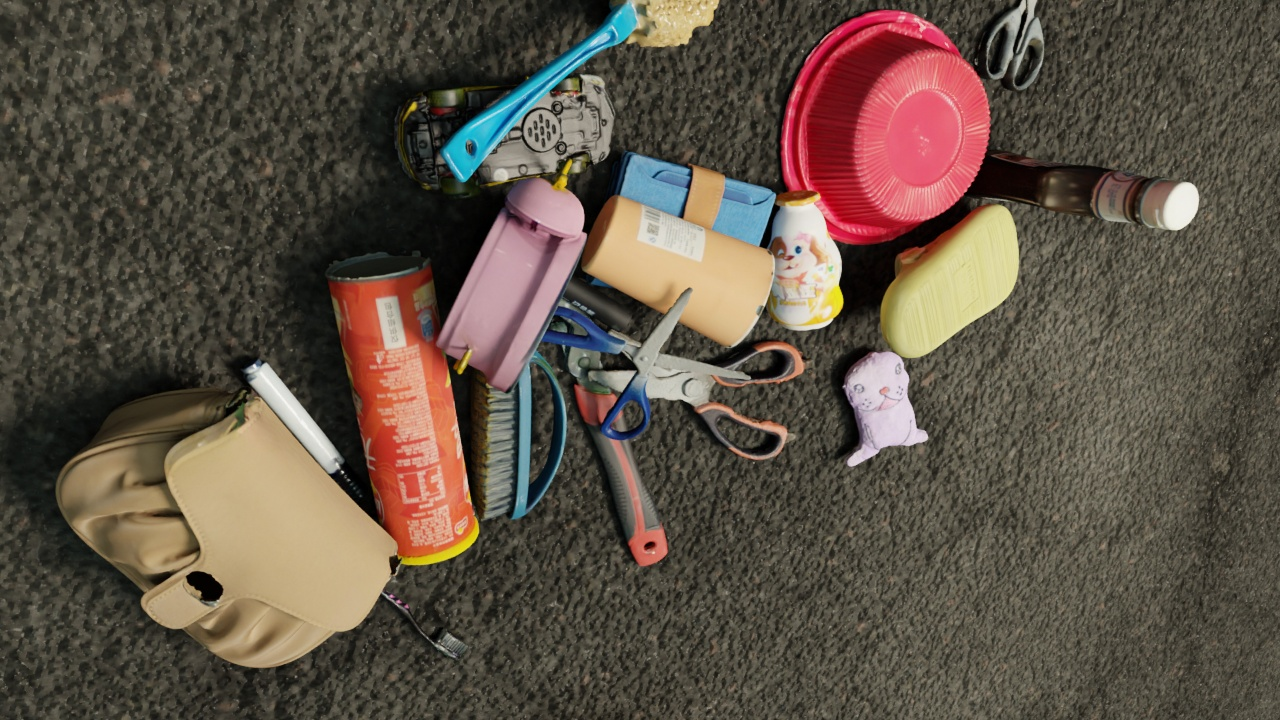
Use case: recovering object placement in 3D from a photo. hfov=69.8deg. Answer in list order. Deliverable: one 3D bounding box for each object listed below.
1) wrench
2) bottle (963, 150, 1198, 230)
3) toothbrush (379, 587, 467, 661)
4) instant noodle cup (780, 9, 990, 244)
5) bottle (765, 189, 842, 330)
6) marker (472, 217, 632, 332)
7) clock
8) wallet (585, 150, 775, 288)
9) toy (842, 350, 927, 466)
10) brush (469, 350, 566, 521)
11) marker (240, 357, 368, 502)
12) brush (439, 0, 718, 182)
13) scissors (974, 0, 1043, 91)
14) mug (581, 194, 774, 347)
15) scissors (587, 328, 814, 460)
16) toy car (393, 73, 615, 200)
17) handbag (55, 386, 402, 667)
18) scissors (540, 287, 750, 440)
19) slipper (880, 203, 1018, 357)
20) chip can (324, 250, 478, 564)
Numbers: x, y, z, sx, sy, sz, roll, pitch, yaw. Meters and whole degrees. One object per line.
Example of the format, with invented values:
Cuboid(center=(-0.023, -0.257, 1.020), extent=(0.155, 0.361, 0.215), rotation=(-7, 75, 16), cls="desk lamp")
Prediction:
Cuboid(center=(-0.029, 0.061, 0.748), extent=(0.056, 0.016, 0.273), rotation=(-27, 117, -10), cls="wrench")
Cuboid(center=(0.354, -0.140, 0.749), extent=(0.079, 0.195, 0.044), rotation=(-5, 109, -24), cls="bottle")
Cuboid(center=(-0.198, 0.180, 0.714), extent=(0.017, 0.014, 0.189), rotation=(-47, 120, -15), cls="toothbrush")
Cuboid(center=(0.212, -0.182, 0.745), extent=(0.193, 0.066, 0.194), rotation=(-8, 112, -22), cls="instant noodle cup")
Cuboid(center=(0.130, -0.081, 0.744), extent=(0.063, 0.063, 0.108), rotation=(-17, 114, -19), cls="bottle")
Cuboid(center=(-0.062, -0.062, 0.677), extent=(0.132, 0.020, 0.022), rotation=(32, 92, -21), cls="marker")
Cuboid(center=(-0.078, -0.059, 0.600), extent=(0.060, 0.117, 0.158), rotation=(27, 84, -10), cls="clock")
Cuboid(center=(0.032, -0.097, 0.709), extent=(0.133, 0.040, 0.106), rotation=(9, 108, -27), cls="wallet")
Cuboid(center=(0.217, 0.041, 0.841), extent=(0.084, 0.039, 0.108), rotation=(-21, 117, -7), cls="toy")
Cuboid(center=(-0.092, 0.052, 0.693), extent=(0.073, 0.055, 0.144), rotation=(-5, 109, -23), cls="brush")
Cuboid(center=(-0.237, 0.052, 0.648), extent=(0.022, 0.018, 0.131), rotation=(-31, 119, -2), cls="marker")
Cuboid(center=(-0.036, -0.204, 0.605), extent=(0.254, 0.046, 0.083), rotation=(-46, 131, -20), cls="brush")
Cuboid(center=(0.344, -0.319, 0.790), extent=(0.174, 0.014, 0.137), rotation=(-45, 119, -7), cls="scissors")
Cuboid(center=(0.024, -0.067, 0.657), extent=(0.122, 0.078, 0.078), rotation=(22, 97, -17), cls="mug")
Cuboid(center=(0.061, 0.019, 0.769), extent=(0.215, 0.015, 0.196), rotation=(-29, 120, -16), cls="scissors")
Cuboid(center=(-0.089, -0.155, 0.629), extent=(0.155, 0.041, 0.071), rotation=(-16, 114, -26), cls="toy car")
Cuboid(center=(-0.265, 0.114, 0.597), extent=(0.148, 0.099, 0.204), rotation=(-26, 119, 13), cls="handbag")
Cuboid(center=(-0.005, 0.003, 0.677), extent=(0.173, 0.012, 0.163), rotation=(12, 132, 9), cls="scissors")
Cuboid(center=(0.254, -0.074, 0.793), extent=(0.190, 0.082, 0.092), rotation=(-35, 124, -30), cls="slipper")
Cuboid(center=(-0.165, 0.035, 0.644), extent=(0.073, 0.073, 0.217), rotation=(-14, 113, -20), cls="chip can")
